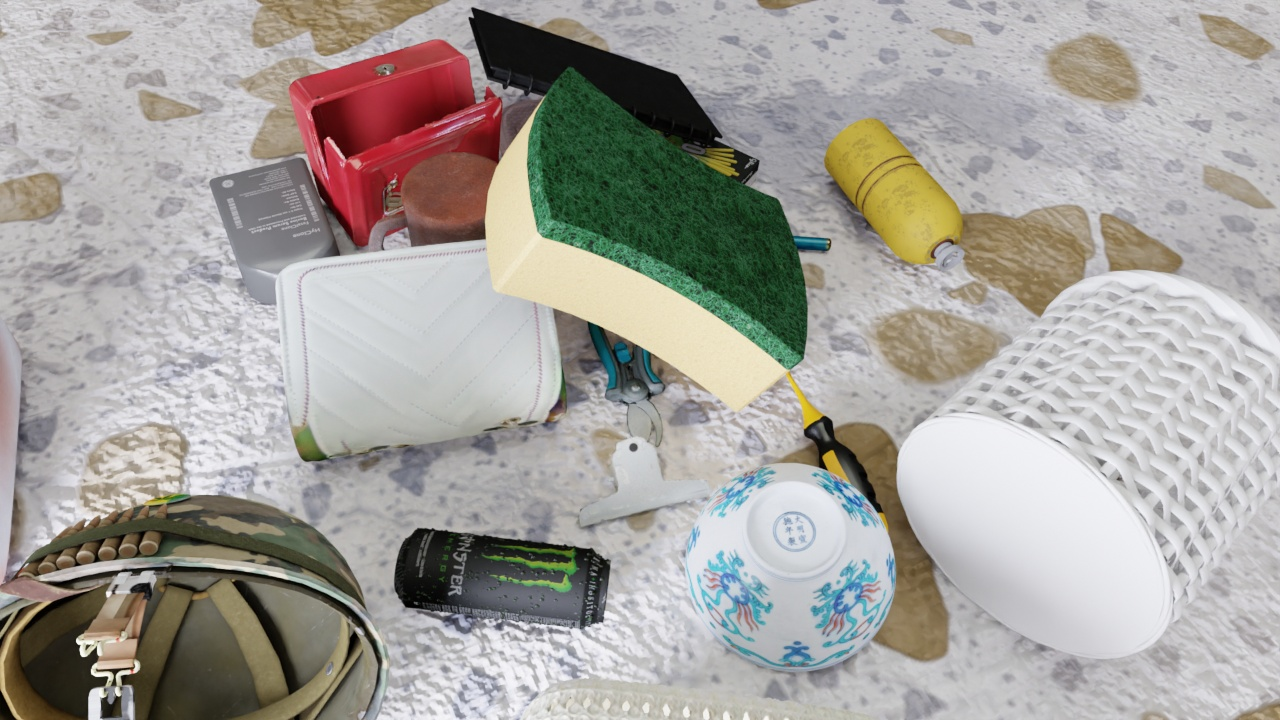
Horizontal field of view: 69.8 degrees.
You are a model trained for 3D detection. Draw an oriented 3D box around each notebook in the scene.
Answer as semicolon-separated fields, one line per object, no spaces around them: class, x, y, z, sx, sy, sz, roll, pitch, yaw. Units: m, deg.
notebook;-0.045;-0.273;0.889;0.231;0.019;0.169;10;34;-25

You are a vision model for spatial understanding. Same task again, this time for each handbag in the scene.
handbag;-0.160;-0.005;0.693;0.198;0.096;0.142;-7;74;-11

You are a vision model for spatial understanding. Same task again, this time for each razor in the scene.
razor;0.105;-0.114;0.849;0.144;0.022;0.042;8;15;-3

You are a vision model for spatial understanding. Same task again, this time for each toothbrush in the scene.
toothbrush;0.138;0.054;0.708;0.031;0.031;0.196;-38;54;20

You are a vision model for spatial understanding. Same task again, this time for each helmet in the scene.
helmet;-0.249;0.173;0.476;0.223;0.193;0.236;-10;25;-28

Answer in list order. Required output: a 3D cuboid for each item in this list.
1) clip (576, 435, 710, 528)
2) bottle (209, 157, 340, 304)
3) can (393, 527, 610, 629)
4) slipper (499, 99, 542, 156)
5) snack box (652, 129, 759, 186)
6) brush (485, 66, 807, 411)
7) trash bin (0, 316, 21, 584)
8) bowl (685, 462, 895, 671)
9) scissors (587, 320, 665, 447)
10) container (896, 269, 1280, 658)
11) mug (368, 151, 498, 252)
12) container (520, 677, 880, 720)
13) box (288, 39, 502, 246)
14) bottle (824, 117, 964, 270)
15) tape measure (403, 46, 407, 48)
clip;-0.003;0.085;0.676;0.101;0.040;0.054;-12;66;-14
bottle;-0.304;-0.097;0.785;0.083;0.046;0.173;-19;56;-19
can;-0.090;0.144;0.606;0.138;0.054;0.053;7;51;1
slipper;-0.081;-0.182;0.860;0.094;0.065;0.239;-11;52;-13
snack box;0.032;-0.196;0.903;0.147;0.025;0.080;29;55;18
brush;0.010;-0.094;0.710;0.250;0.075;0.194;27;41;-24
trash bin;-0.522;0.045;0.587;0.181;0.158;0.259;-14;55;-15
bowl;0.100;0.123;0.606;0.144;0.074;0.143;-3;59;5
scissors;-0.013;0.003;0.747;0.151;0.019;0.130;29;57;16
container;0.303;0.065;0.613;0.186;0.190;0.189;-34;61;-26
mug;-0.166;-0.107;0.767;0.123;0.110;0.096;-5;47;-9
container;0.031;0.257;0.451;0.251;0.185;0.143;6;43;2
box;-0.216;-0.198;0.822;0.157;0.136;0.117;-30;65;-27
bottle;0.243;-0.149;0.854;0.071;0.071;0.163;-17;55;-17
tape measure;-0.234;-0.295;0.956;0.058;0.036;0.065;-22;59;-9
